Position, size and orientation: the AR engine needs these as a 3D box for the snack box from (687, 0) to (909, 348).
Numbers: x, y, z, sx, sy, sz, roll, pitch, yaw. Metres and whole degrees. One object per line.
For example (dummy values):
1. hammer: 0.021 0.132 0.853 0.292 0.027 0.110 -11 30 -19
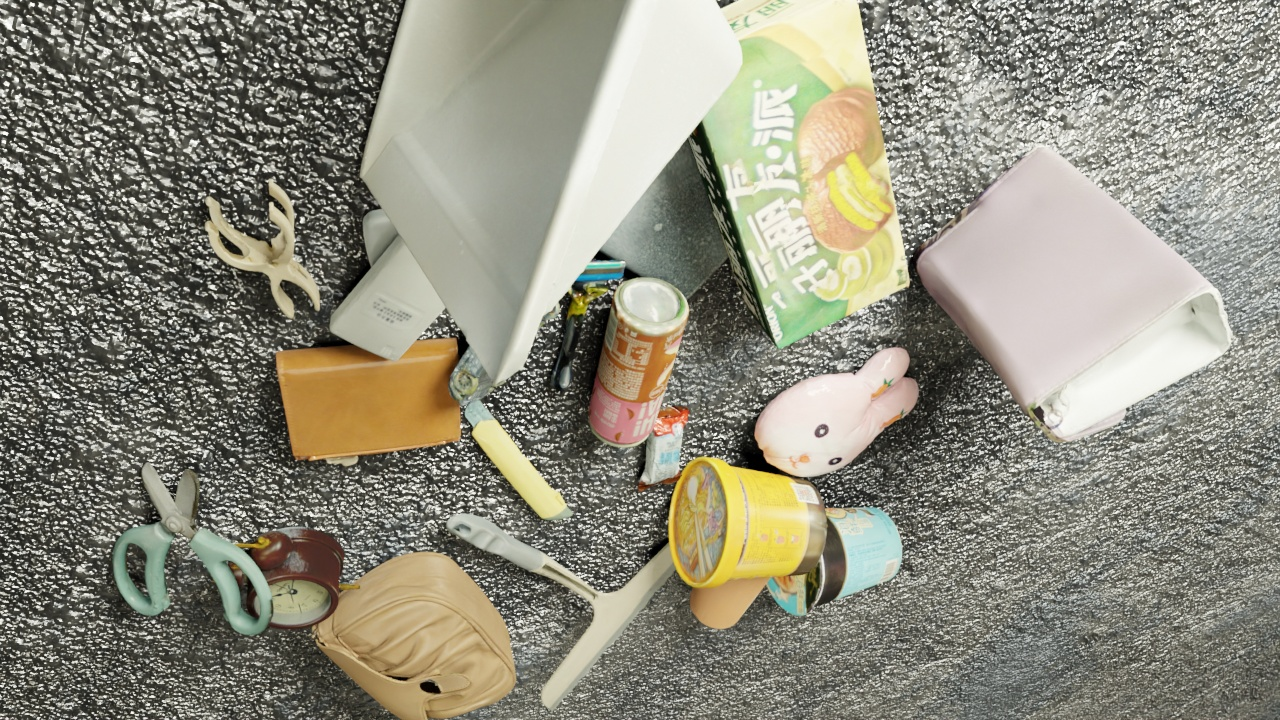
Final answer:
1. snack box: 0.105 -0.129 0.634 0.114 0.063 0.240 -26 130 -1

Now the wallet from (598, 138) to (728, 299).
1. wallet: 0.035 -0.106 0.678 0.097 0.019 0.121 30 114 -36

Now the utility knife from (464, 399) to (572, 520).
1. utility knife: -0.108 0.093 0.808 0.031 0.019 0.175 -29 135 2

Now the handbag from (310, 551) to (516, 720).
1. handbag: -0.209 0.279 0.884 0.148 0.099 0.205 -23 131 3

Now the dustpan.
1. dustpan: -0.070 -0.168 0.455 0.258 0.222 0.142 -44 142 7

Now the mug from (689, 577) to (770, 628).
1. mug: 0.095 0.224 0.960 0.078 0.078 0.123 -1 136 -18

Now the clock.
1. clock: -0.311 0.186 0.796 0.082 0.055 0.122 -39 130 17

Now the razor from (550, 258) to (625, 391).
1. razor: -0.050 -0.028 0.716 0.042 0.022 0.143 -4 138 -24

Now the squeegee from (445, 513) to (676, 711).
1. squeegee: -0.098 0.202 0.896 0.246 0.039 0.246 38 93 -34

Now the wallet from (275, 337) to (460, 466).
1. wallet: -0.206 0.032 0.710 0.131 0.031 0.108 -5 128 -14

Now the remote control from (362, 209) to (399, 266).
1. remote control: -0.122 -0.086 0.640 0.136 0.020 0.056 -9 134 -11

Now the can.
1. can: -0.004 0.004 0.723 0.058 0.057 0.148 -3 140 -16

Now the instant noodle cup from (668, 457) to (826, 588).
1. instant noodle cup: 0.102 0.154 0.863 0.114 0.118 0.119 7 128 -23

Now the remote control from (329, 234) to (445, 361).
1. remote control: -0.154 -0.055 0.628 0.056 0.019 0.135 29 120 -34

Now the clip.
1. clip: -0.232 -0.075 0.604 0.089 0.035 0.104 -32 137 12

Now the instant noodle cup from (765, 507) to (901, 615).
1. instant noodle cup: 0.202 0.199 0.958 0.120 0.111 0.111 -5 132 -27

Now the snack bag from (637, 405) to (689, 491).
1. snack bag: 0.021 0.082 0.835 0.045 0.026 0.105 -14 135 -19

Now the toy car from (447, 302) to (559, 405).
1. toy car: -0.104 -0.017 0.685 0.121 0.037 0.054 -53 169 19

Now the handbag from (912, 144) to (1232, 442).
1. handbag: 0.316 -0.050 0.699 0.145 0.196 0.098 -34 132 13

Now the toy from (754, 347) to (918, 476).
1. toy: 0.183 0.049 0.845 0.159 0.054 0.121 -32 134 4

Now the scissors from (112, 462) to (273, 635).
1. scissors: -0.356 0.164 0.746 0.176 0.019 0.175 29 117 -1
